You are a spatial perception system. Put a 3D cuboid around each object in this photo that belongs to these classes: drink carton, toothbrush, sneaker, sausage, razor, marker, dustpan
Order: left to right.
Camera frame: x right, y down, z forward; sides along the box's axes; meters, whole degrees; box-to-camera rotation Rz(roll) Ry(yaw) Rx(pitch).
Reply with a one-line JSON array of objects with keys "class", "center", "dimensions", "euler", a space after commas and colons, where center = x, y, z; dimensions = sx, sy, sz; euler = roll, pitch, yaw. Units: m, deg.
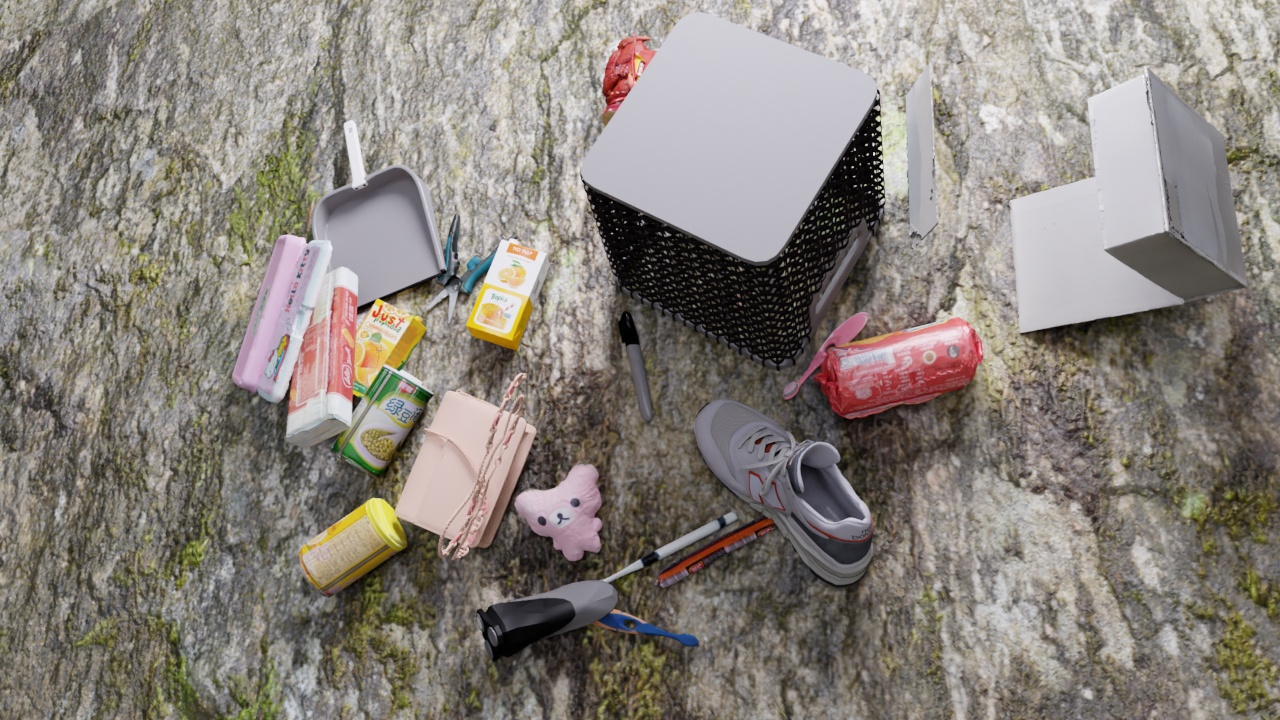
[{"class": "dustpan", "center": [-0.352, -0.199, 1.189], "dimensions": [0.163, 0.033, 0.257], "euler": [-21, 67, 11]}, {"class": "drink carton", "center": [-0.319, -0.012, 1.119], "dimensions": [0.058, 0.041, 0.122], "euler": [25, 77, 19]}, {"class": "drink carton", "center": [-0.157, -0.082, 1.104], "dimensions": [0.058, 0.040, 0.122], "euler": [18, 75, 6]}, {"class": "razor", "center": [-0.097, 0.267, 0.963], "dimensions": [0.156, 0.060, 0.057], "euler": [-19, 84, 1]}, {"class": "marker", "center": [-0.006, 0.006, 1.061], "dimensions": [0.022, 0.016, 0.138], "euler": [-27, 64, 35]}, {"class": "toothbrush", "center": [-0.003, 0.279, 0.963], "dimensions": [0.135, 0.017, 0.021], "euler": [10, 69, 18]}, {"class": "toothbrush", "center": [0.020, 0.208, 0.980], "dimensions": [0.187, 0.017, 0.012], "euler": [-28, 98, 1]}, {"class": "sausage", "center": [0.081, 0.199, 0.969], "dimensions": [0.155, 0.020, 0.020], "euler": [-29, 67, 1]}, {"class": "sneaker", "center": [0.152, 0.110, 0.920], "dimensions": [0.088, 0.124, 0.240], "euler": [-35, 70, -22]}, {"class": "toothbrush", "center": [0.205, -0.007, 1.018], "dimensions": [0.135, 0.016, 0.021], "euler": [-45, 62, -6]}]

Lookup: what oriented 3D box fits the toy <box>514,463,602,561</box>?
[{"class": "toy", "center": [-0.078, 0.170, 0.998], "dimensions": [0.099, 0.052, 0.096], "euler": [-26, 80, 5]}]

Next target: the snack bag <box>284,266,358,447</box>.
[{"class": "snack bag", "center": [-0.374, -0.007, 1.087], "dimensions": [0.078, 0.041, 0.224], "euler": [-23, 55, 19]}]

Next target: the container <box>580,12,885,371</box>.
[{"class": "container", "center": [0.104, -0.177, 0.977], "dimensions": [0.246, 0.244, 0.247], "euler": [29, 79, 20]}]

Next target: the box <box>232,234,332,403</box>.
[{"class": "box", "center": [-0.437, -0.055, 1.109], "dimensions": [0.154, 0.041, 0.201], "euler": [11, 83, 56]}]

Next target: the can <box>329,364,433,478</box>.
[{"class": "can", "center": [-0.301, 0.070, 1.072], "dimensions": [0.067, 0.067, 0.120], "euler": [26, 78, 19]}]

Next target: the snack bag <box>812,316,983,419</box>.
[{"class": "snack bag", "center": [0.273, 0.009, 0.965], "dimensions": [0.176, 0.082, 0.082], "euler": [-14, 68, 8]}]

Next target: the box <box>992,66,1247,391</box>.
[{"class": "box", "center": [0.488, -0.110, 0.987], "dimensions": [0.165, 0.447, 0.167], "euler": [4, 71, 3]}]

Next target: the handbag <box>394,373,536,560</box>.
[{"class": "handbag", "center": [-0.200, 0.097, 0.975], "dimensions": [0.116, 0.187, 0.198], "euler": [20, 80, 11]}]

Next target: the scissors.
[{"class": "scissors", "center": [-0.226, -0.125, 1.152], "dimensions": [0.148, 0.019, 0.118], "euler": [-40, 68, -2]}]

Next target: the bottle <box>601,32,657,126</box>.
[{"class": "bottle", "center": [0.000, -0.343, 1.140], "dimensions": [0.099, 0.099, 0.111], "euler": [11, 78, 16]}]

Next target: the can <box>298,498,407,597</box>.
[{"class": "can", "center": [-0.321, 0.209, 1.027], "dimensions": [0.105, 0.068, 0.067], "euler": [-34, 67, -1]}]
